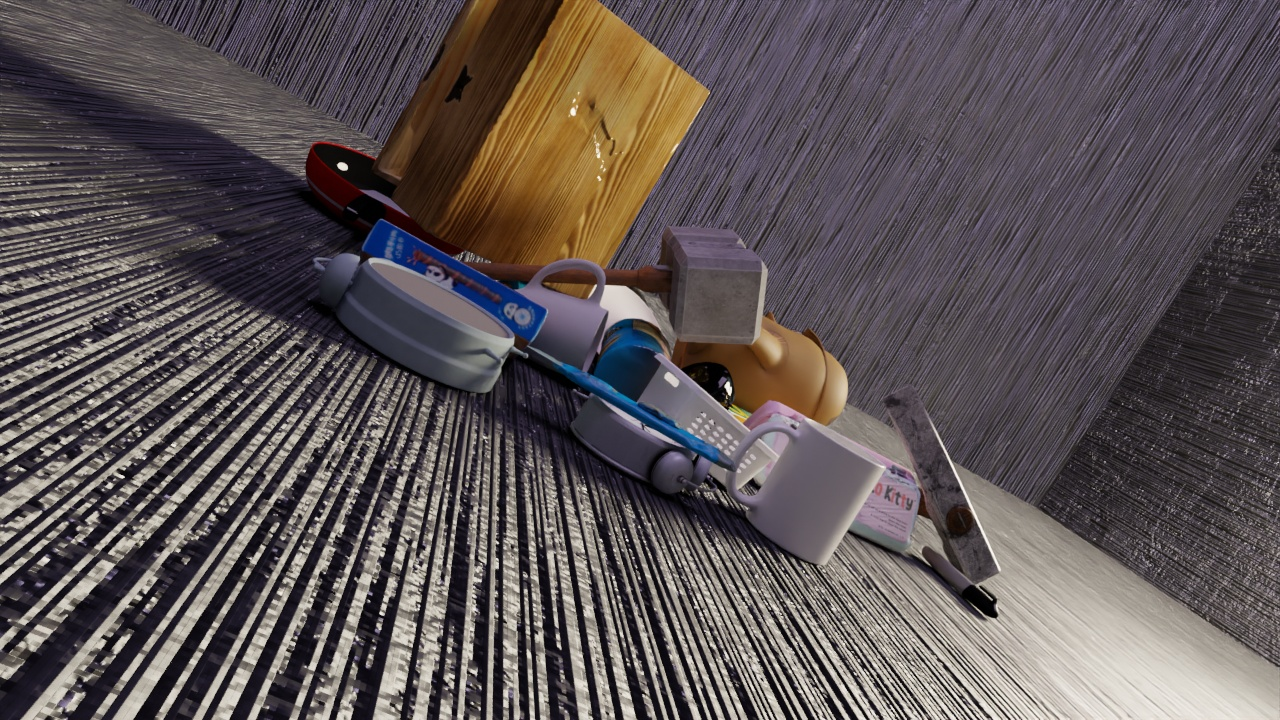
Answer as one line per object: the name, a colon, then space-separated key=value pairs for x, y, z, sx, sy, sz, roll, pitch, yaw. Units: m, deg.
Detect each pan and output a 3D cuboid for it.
pan: x=-0.289 y=-0.168 z=1.014 sx=0.209 sy=0.067 sz=0.355 roll=29 pitch=14 yaw=-12

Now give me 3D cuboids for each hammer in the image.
hammer: x=0.303 y=0.129 z=1.093 sx=0.300 sy=0.037 sz=0.217 roll=-173 pitch=-123 yaw=-85
hammer: x=-0.048 y=-0.084 z=0.919 sx=0.317 sy=0.083 sz=0.162 roll=2 pitch=19 yaw=-6

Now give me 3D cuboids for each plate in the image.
plate: x=-0.021 y=-0.033 z=1.086 sx=0.134 sy=0.011 sz=0.134 roll=29 pitch=46 yaw=-35

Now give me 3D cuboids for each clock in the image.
clock: x=-0.162 y=-0.033 z=0.657 sx=0.159 sy=0.045 sz=0.122 roll=32 pitch=6 yaw=4
clock: x=0.005 y=0.064 z=0.687 sx=0.123 sy=0.035 sz=0.094 roll=32 pitch=8 yaw=23

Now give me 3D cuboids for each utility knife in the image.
utility knife: x=-0.006 y=0.033 z=0.660 sx=0.173 sy=0.015 sz=0.031 roll=29 pitch=3 yaw=3

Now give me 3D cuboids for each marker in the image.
marker: x=0.321 y=0.219 z=0.925 sx=0.016 sy=0.022 sz=0.138 roll=22 pitch=10 yaw=-17

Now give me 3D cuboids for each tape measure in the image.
tape measure: x=0.061 y=0.032 z=0.941 sx=0.072 sy=0.071 sz=0.042 roll=-84 pitch=156 yaw=-63

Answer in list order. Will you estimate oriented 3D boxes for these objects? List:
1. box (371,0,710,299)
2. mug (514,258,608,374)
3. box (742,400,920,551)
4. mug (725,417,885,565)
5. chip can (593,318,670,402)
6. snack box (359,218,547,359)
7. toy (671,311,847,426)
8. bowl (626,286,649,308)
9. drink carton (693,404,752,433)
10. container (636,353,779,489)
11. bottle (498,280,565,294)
box: x=-0.110 y=-0.252 z=1.014 sx=0.257 sy=0.279 sz=0.215 roll=22 pitch=12 yaw=-45
mug: x=-0.077 y=-0.046 z=0.848 sx=0.089 sy=0.107 sz=0.071 roll=22 pitch=10 yaw=3
box: x=0.191 y=0.124 z=0.918 sx=0.202 sy=0.088 sz=0.095 roll=27 pitch=36 yaw=-20
mug: x=0.121 y=0.094 z=0.719 sx=0.110 sy=0.090 sz=0.073 roll=28 pitch=7 yaw=-13
chip can: x=-0.005 y=0.005 z=0.913 sx=0.080 sy=0.080 sz=0.229 roll=29 pitch=8 yaw=-4
snack box: x=-0.157 y=-0.055 z=0.760 sx=0.151 sy=0.034 sz=0.087 roll=29 pitch=-18 yaw=-11
toy: x=0.147 y=0.012 z=1.077 sx=0.203 sy=0.162 sz=0.199 roll=17 pitch=-25 yaw=-8
bowl: x=-0.043 y=-0.050 z=1.134 sx=0.114 sy=0.061 sz=0.114 roll=28 pitch=48 yaw=-36
drink carton: x=0.117 y=0.082 z=0.992 sx=0.122 sy=0.041 sz=0.058 roll=25 pitch=9 yaw=-32
container: x=0.053 y=0.058 z=0.784 sx=0.129 sy=0.049 sz=0.081 roll=41 pitch=1 yaw=-30
bottle: x=-0.121 y=-0.065 z=1.027 sx=0.051 sy=0.051 sz=0.146 roll=36 pitch=10 yaw=39
